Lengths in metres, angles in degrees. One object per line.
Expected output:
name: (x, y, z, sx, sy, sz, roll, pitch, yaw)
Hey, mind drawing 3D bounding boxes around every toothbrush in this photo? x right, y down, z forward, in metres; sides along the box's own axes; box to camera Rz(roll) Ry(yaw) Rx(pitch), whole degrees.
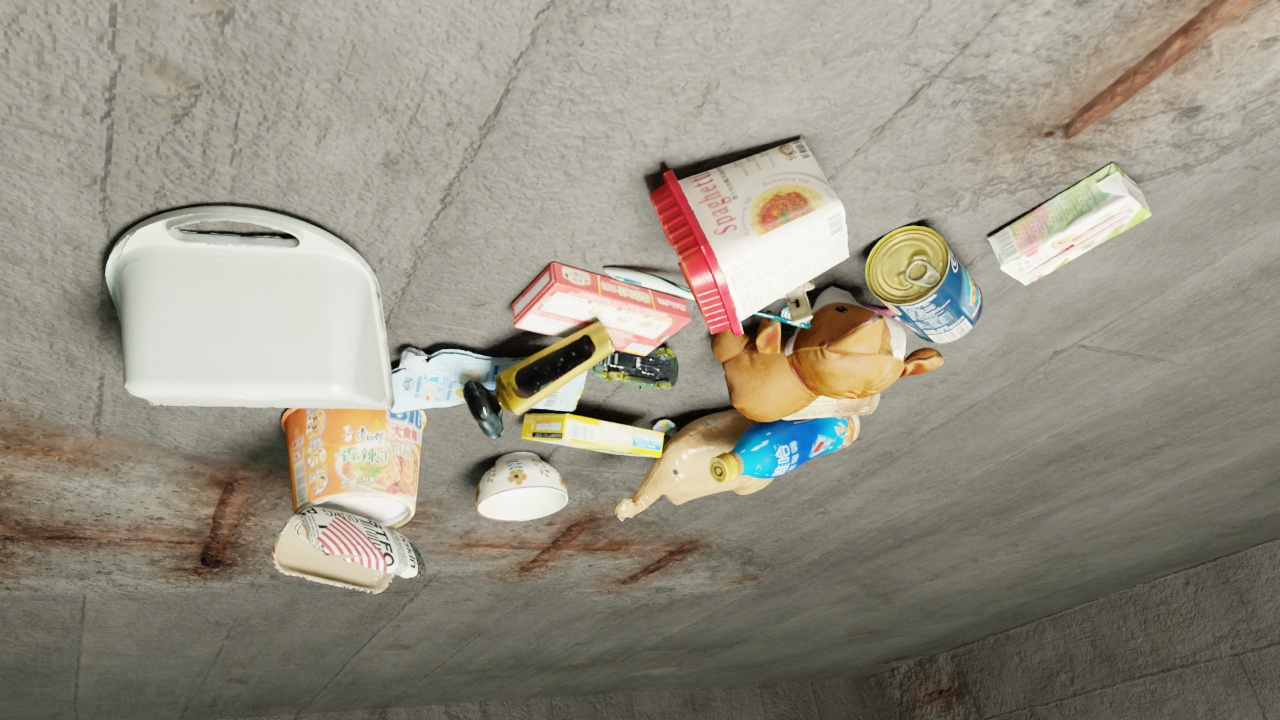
toothbrush: (0.055, 0.114, 1.173, 0.029, 0.020, 0.189, -7, 155, 16)
toothbrush: (0.061, -0.059, 0.811, 0.191, 0.016, 0.018, 15, 112, -4)

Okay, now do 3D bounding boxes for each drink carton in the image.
drink carton: (0.381, -0.118, 0.818, 0.053, 0.045, 0.123, 19, 141, -40)

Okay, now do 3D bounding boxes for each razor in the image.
razor: (-0.094, 0.015, 0.850, 0.168, 0.062, 0.067, -30, 175, 20)

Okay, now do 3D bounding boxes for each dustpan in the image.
dustpan: (-0.324, -0.033, 0.779, 0.222, 0.142, 0.258, 2, 176, -13)

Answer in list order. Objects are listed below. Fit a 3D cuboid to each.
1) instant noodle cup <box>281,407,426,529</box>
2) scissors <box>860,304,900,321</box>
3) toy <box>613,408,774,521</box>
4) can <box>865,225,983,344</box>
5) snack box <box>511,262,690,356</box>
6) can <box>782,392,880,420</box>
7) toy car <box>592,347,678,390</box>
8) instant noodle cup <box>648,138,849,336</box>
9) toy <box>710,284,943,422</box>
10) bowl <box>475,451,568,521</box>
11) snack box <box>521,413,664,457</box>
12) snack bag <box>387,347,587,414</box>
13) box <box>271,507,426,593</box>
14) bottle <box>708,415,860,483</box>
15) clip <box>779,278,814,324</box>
instant noodle cup: (-0.301, 0.113, 0.967, 0.151, 0.111, 0.152, -7, 152, -4)
scissors: (0.261, -0.051, 0.940, 0.113, 0.017, 0.135, 22, 135, -37)
toy: (0.070, 0.125, 1.099, 0.225, 0.082, 0.144, -10, 128, -24)
can: (0.264, -0.067, 0.845, 0.075, 0.075, 0.111, -25, 149, 27)
snack box: (-0.035, -0.044, 0.848, 0.152, 0.025, 0.075, 12, 144, -35)
can: (0.205, 0.035, 1.033, 0.116, 0.058, 0.059, -3, 151, -12)
toy car: (-0.006, 0.005, 0.929, 0.091, 0.043, 0.036, 10, 163, -17)
instant noodle cup: (0.087, -0.098, 0.707, 0.124, 0.116, 0.117, -24, 150, 3)
toy: (0.175, -0.008, 0.890, 0.140, 0.130, 0.200, 13, 166, -39)
bowl: (-0.149, 0.152, 1.137, 0.113, 0.062, 0.114, -8, 153, -4)
snack box: (-0.053, 0.085, 1.041, 0.140, 0.033, 0.087, 16, 168, -36)
snack bag: (-0.155, 0.022, 0.924, 0.191, 0.038, 0.111, 2, 155, -17)
box: (-0.298, 0.199, 0.931, 0.088, 0.076, 0.162, -42, 146, 10)
bottle: (0.164, 0.094, 1.050, 0.218, 0.065, 0.065, -15, 160, -39)
clip: (0.132, -0.068, 0.793, 0.035, 0.072, 0.100, -16, -164, 10)
